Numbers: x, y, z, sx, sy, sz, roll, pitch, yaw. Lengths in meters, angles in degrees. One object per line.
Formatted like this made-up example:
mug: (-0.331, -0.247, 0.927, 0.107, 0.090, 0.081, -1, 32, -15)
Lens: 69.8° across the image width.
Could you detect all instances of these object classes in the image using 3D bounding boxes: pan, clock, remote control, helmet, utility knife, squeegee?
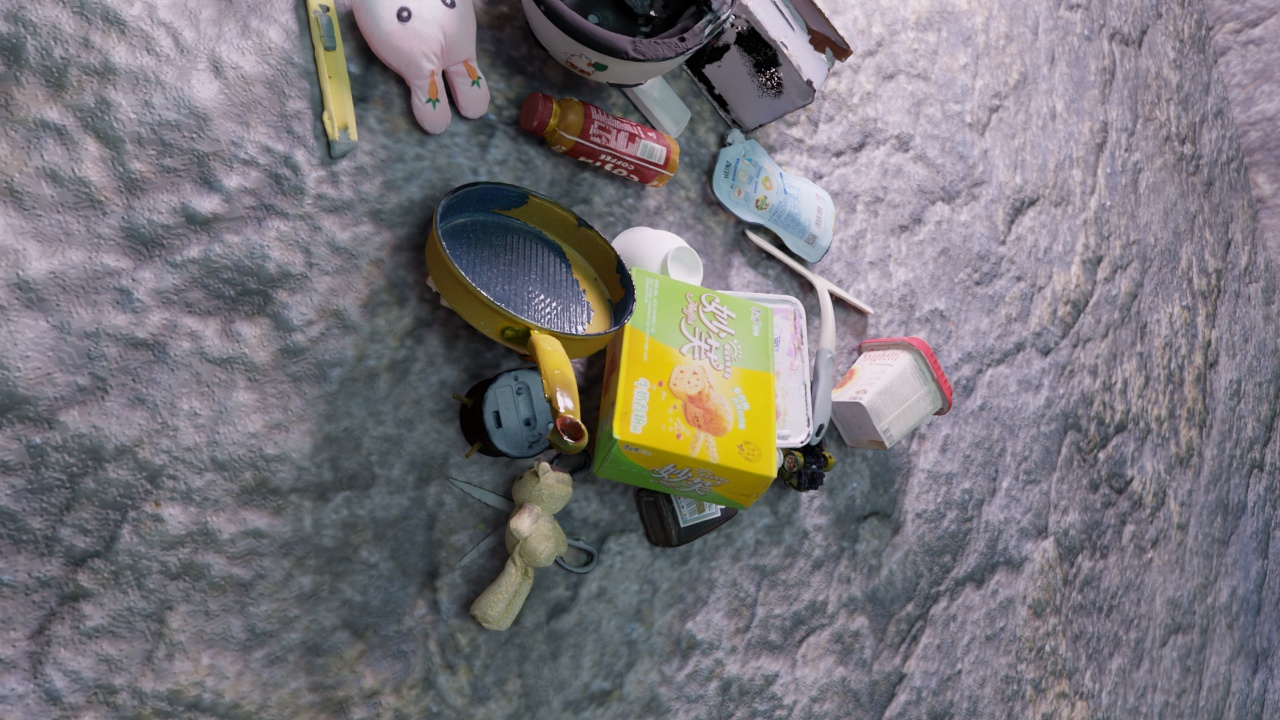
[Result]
pan: (-0.082, -0.040, 0.763, 0.197, 0.078, 0.356, 18, 39, -23)
clock: (-0.111, 0.049, 0.851, 0.121, 0.055, 0.082, -12, 90, -40)
remote control: (0.008, -0.305, 1.025, 0.125, 0.024, 0.048, 44, 58, -24)
helmet: (-0.020, -0.384, 0.927, 0.230, 0.157, 0.273, 23, 72, -10)
utility knife: (-0.277, -0.283, 0.803, 0.030, 0.022, 0.216, -10, 84, -45)
squeegee: (0.217, -0.016, 1.104, 0.246, 0.039, 0.246, 26, 56, -33)

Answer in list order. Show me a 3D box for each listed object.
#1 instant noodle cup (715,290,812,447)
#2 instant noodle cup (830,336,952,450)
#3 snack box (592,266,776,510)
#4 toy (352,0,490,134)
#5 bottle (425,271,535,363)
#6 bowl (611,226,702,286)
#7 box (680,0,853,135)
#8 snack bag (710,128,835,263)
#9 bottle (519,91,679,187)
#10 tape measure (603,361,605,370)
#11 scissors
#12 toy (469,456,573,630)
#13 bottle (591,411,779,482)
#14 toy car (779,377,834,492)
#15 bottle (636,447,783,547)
instant noodle cup: (0.119, 0.014, 1.029, 0.137, 0.060, 0.173, 2, 80, -29)
instant noodle cup: (0.307, 0.045, 1.157, 0.124, 0.116, 0.116, -39, 106, -25)
snack box: (0.045, 0.024, 0.881, 0.157, 0.070, 0.209, 15, 52, -12)
toy: (-0.195, -0.294, 0.846, 0.121, 0.054, 0.159, -38, 114, -36)
bottle: (-0.130, -0.048, 0.852, 0.149, 0.067, 0.066, 26, 67, -25)
bowl: (0.027, -0.092, 0.979, 0.118, 0.065, 0.118, 8, 77, -37)
box: (0.148, -0.404, 1.074, 0.182, 0.152, 0.173, 45, 56, -24)
snack bag: (0.162, -0.201, 1.124, 0.191, 0.039, 0.110, 25, 73, -31)
bottle: (-0.041, -0.230, 0.951, 0.174, 0.058, 0.057, 13, 75, -37)
tape measure: (-0.006, 0.005, 0.952, 0.058, 0.039, 0.056, 47, 57, -23)
scissors: (-0.104, 0.142, 0.868, 0.179, 0.014, 0.159, 36, 62, -27)
toy: (-0.106, 0.166, 0.826, 0.105, 0.066, 0.157, 48, 60, -56)
bottle: (0.047, 0.090, 0.926, 0.189, 0.068, 0.068, 13, 73, -14)
toy car: (0.186, 0.077, 1.091, 0.070, 0.042, 0.158, 8, 69, -41)
bottle: (0.083, 0.136, 0.999, 0.194, 0.044, 0.080, -21, 96, -40)
